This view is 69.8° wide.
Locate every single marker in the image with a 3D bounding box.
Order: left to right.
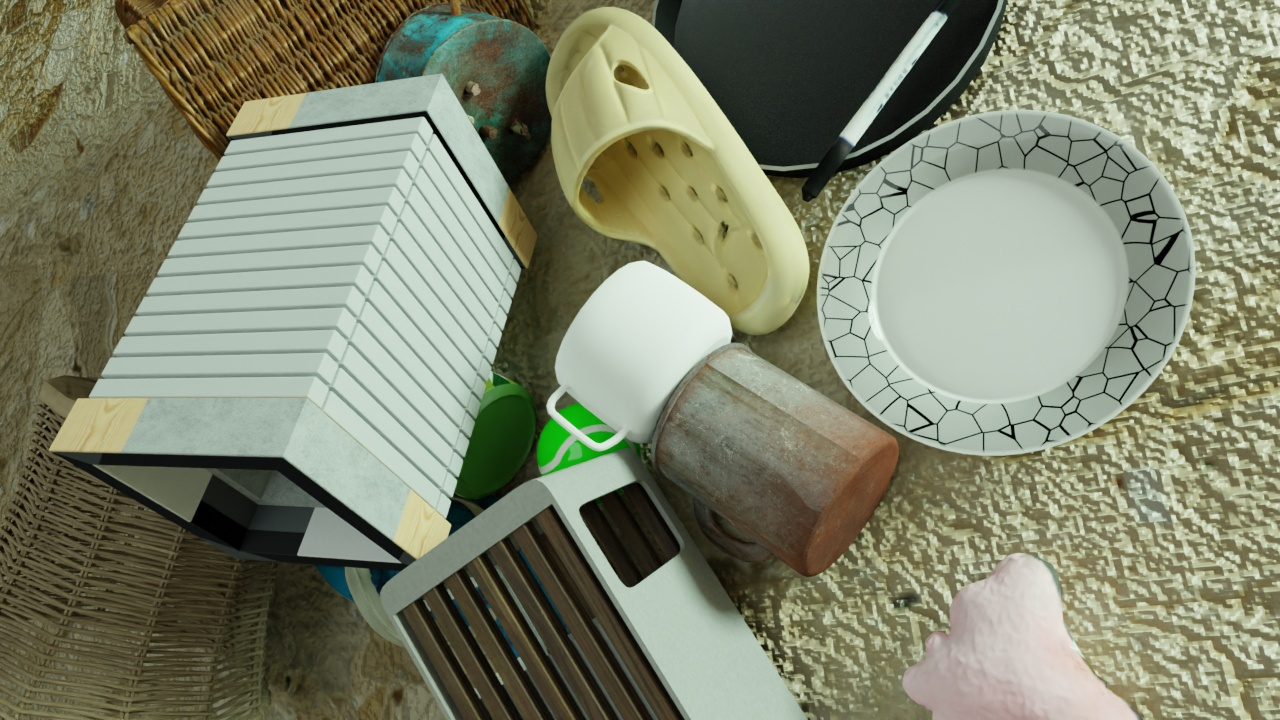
[{"bbox_3d":[0.138,-0.153,0.516,0.011,0.011,0.152,42,102,30],"label":"marker"}]

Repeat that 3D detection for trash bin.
[{"bbox_3d":[-0.180,-0.022,0.542,0.143,0.142,0.246,-1,57,20],"label":"trash bin"},{"bbox_3d":[-0.009,0.176,0.477,0.115,0.114,0.229,-37,80,19],"label":"trash bin"}]

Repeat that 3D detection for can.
[{"bbox_3d":[-0.150,0.032,0.639,0.144,0.083,0.083,22,91,31],"label":"can"}]

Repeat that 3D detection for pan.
[{"bbox_3d":[0.101,-0.284,0.588,0.226,0.034,0.356,-18,71,26],"label":"pan"}]

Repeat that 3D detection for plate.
[{"bbox_3d":[0.190,-0.043,0.497,0.189,0.016,0.188,-7,77,29],"label":"plate"}]

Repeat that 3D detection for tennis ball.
[{"bbox_3d":[-0.032,0.059,0.577,0.065,0.065,0.065,-7,77,29],"label":"tennis ball"}]

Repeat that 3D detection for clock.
[{"bbox_3d":[-0.125,-0.167,0.647,0.073,0.121,0.158,32,103,35],"label":"clock"}]

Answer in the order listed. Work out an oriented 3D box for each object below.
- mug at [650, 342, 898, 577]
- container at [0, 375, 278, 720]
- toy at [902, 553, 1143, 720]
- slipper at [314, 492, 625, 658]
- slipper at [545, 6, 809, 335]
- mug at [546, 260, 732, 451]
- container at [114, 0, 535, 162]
[{"bbox_3d":[0.070,0.067,0.511,0.110,0.096,0.123,36,130,34],"label":"mug"},{"bbox_3d":[-0.349,0.133,0.651,0.227,0.226,0.196,17,87,31],"label":"container"},{"bbox_3d":[0.179,0.155,0.443,0.093,0.050,0.102,-34,68,17],"label":"toy"},{"bbox_3d":[-0.136,0.137,0.626,0.295,0.060,0.118,15,84,31],"label":"slipper"},{"bbox_3d":[0.002,-0.121,0.567,0.261,0.079,0.112,53,136,22],"label":"slipper"},{"bbox_3d":[-0.003,0.003,0.533,0.068,0.094,0.115,36,62,15],"label":"mug"},{"bbox_3d":[-0.245,-0.253,0.673,0.249,0.162,0.183,-45,49,-16],"label":"container"}]
